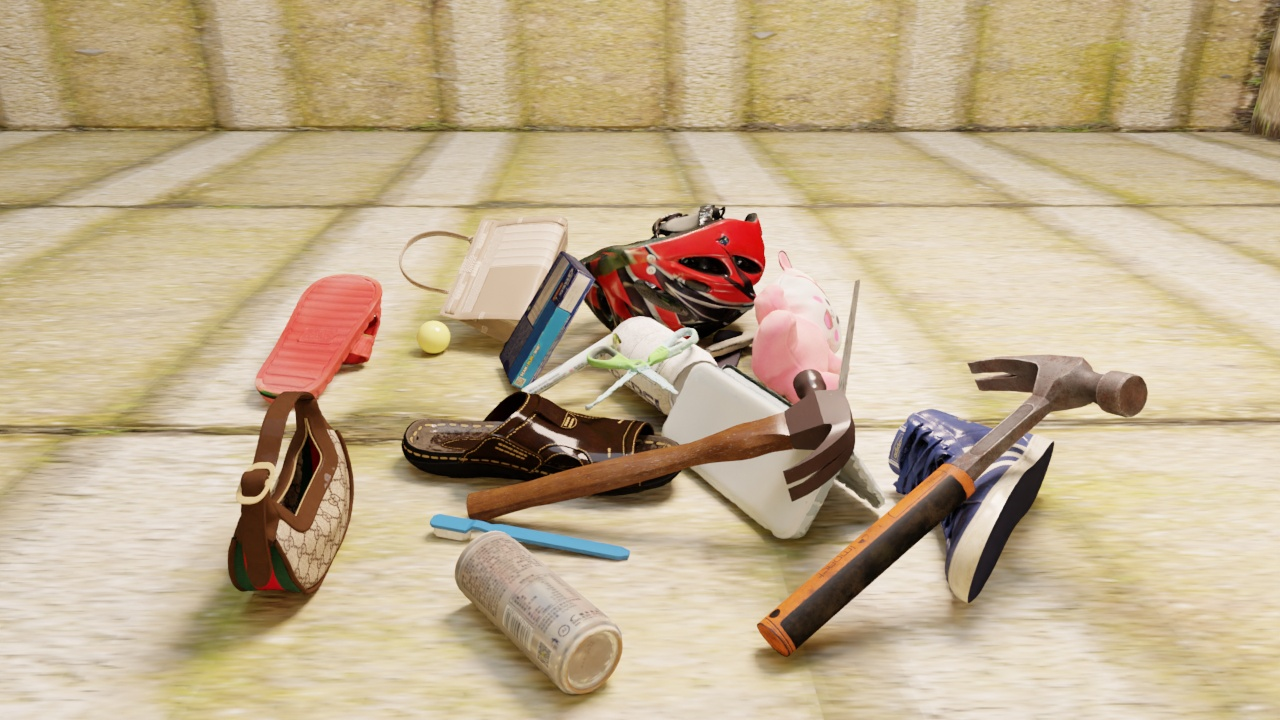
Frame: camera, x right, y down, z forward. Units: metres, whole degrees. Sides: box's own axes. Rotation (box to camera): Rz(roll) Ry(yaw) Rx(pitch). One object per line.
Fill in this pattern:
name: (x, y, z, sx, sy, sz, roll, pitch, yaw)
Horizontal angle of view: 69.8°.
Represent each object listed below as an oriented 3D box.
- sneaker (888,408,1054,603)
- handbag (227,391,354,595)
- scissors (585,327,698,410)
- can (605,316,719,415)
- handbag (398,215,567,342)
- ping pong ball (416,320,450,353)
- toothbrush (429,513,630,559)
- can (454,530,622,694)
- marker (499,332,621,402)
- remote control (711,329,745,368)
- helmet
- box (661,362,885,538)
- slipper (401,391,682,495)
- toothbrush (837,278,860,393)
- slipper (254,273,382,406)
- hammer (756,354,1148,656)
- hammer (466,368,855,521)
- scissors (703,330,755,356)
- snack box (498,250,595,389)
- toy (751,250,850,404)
sneaker: (0.247, 0.099, 0.748, 0.118, 0.091, 0.232, 20, 29, 30)
handbag: (-0.265, 0.096, 0.689, 0.063, 0.138, 0.166, -1, 24, 0)
scissors: (0.002, 0.003, 0.892, 0.167, 0.023, 0.171, -18, 24, -22)
can: (0.024, 0.008, 0.985, 0.078, 0.078, 0.136, -12, 26, -27)
handbag: (-0.210, -0.118, 1.164, 0.198, 0.062, 0.175, 12, 55, 4)
ping pong ball: (-0.252, -0.029, 1.119, 0.040, 0.040, 0.040, 0, 23, 0)
toothbrush: (-0.091, 0.146, 0.743, 0.167, 0.014, 0.016, 9, 24, 9)
can: (-0.071, 0.169, 0.626, 0.054, 0.054, 0.136, -17, 28, -36)
marker: (-0.084, 0.014, 0.974, 0.146, 0.017, 0.017, -31, 31, -10)
remote control: (0.104, -0.011, 1.121, 0.046, 0.009, 0.124, 7, 24, 15)
helmet: (0.040, -0.104, 1.124, 0.218, 0.167, 0.271, -10, 2, 38)
box: (0.132, 0.082, 0.838, 0.124, 0.107, 0.215, 16, 13, -37)
slipper: (-0.090, 0.069, 0.840, 0.268, 0.076, 0.112, 4, 23, 10)
toothbrush: (0.183, 0.013, 0.839, 0.010, 0.182, 0.010, -3, 19, -22)
slipper: (-0.367, -0.020, 1.076, 0.103, 0.059, 0.248, 3, 38, 3)
hammer: (0.205, 0.096, 0.666, 0.314, 0.035, 0.138, -36, 21, -14)
hammer: (0.013, 0.085, 0.746, 0.323, 0.033, 0.115, -15, 36, 9)
scissors: (0.146, -0.016, 1.111, 0.179, 0.015, 0.187, 4, 28, -23)
snack box: (-0.107, -0.045, 1.032, 0.027, 0.150, 0.082, 25, 14, -28)
toy: (0.177, -0.033, 1.044, 0.084, 0.142, 0.212, -31, 18, 27)
